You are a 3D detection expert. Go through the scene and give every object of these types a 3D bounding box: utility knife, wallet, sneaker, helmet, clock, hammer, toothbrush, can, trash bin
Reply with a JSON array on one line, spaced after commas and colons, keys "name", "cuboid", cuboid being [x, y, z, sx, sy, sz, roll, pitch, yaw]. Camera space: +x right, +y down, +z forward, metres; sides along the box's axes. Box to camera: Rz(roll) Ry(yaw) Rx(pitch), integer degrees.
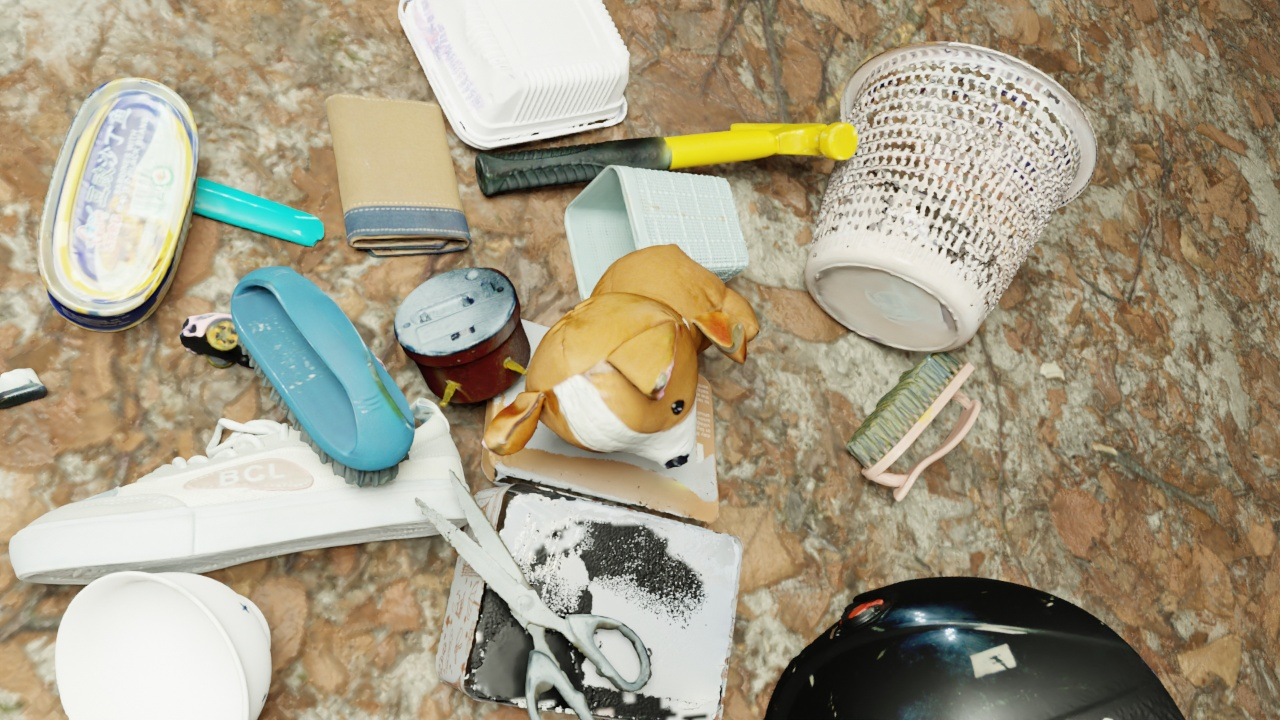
[{"name": "utility knife", "cuboid": [-0.284, -0.104, 0.598, 0.151, 0.013, 0.029, 16, 68, -26]}, {"name": "wallet", "cuboid": [-0.174, -0.133, 0.657, 0.090, 0.033, 0.115, -5, 74, -33]}, {"name": "sneaker", "cuboid": [-0.218, 0.068, 0.527, 0.241, 0.090, 0.090, -5, 72, -31]}, {"name": "helmet", "cuboid": [0.226, 0.268, 0.629, 0.274, 0.230, 0.233, -16, 78, -12]}, {"name": "clock", "cuboid": [-0.119, -0.024, 0.615, 0.082, 0.055, 0.122, -22, 44, -6]}, {"name": "hammer", "cuboid": [0.017, -0.166, 0.740, 0.300, 0.129, 0.033, -11, 107, -20]}, {"name": "toothbrush", "cuboid": [-0.410, 0.041, 0.474, 0.180, 0.016, 0.018, -24, 79, -34]}, {"name": "can", "cuboid": [-0.308, -0.092, 0.545, 0.074, 0.049, 0.148, 15, 75, -25]}, {"name": "trash bin", "cuboid": [0.246, -0.123, 0.792, 0.227, 0.228, 0.191, 33, 72, -15]}]

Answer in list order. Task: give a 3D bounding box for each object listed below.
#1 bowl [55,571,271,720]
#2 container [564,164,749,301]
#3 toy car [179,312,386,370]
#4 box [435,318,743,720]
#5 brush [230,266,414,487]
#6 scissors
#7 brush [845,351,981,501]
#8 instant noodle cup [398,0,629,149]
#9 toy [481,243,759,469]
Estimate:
[{"name": "bowl", "cuboid": [-0.238, 0.159, 0.489, 0.118, 0.118, 0.064, 60, 18, 2]}, {"name": "container", "cuboid": [0.015, -0.093, 0.714, 0.111, 0.090, 0.090, -4, 75, -33]}, {"name": "toy car", "cuboid": [-0.219, -0.006, 0.572, 0.122, 0.056, 0.037, 18, 68, -22]}, {"name": "box", "cuboid": [-0.027, 0.100, 0.624, 0.178, 0.105, 0.260, 18, 70, -22]}, {"name": "brush", "cuboid": [-0.173, 0.000, 0.499, 0.055, 0.074, 0.144, -28, 68, -35]}, {"name": "scissors", "cuboid": [-0.067, 0.146, 0.525, 0.168, 0.014, 0.156, 16, 71, -22]}, {"name": "brush", "cuboid": [0.239, 0.057, 0.796, 0.073, 0.063, 0.145, 46, 57, 5]}, {"name": "instant noodle cup", "cuboid": [-0.085, -0.247, 0.719, 0.173, 0.061, 0.138, -24, 84, -38]}, {"name": "toy", "cuboid": [-0.003, 0.003, 0.562, 0.130, 0.140, 0.199, 59, 22, -2]}]
